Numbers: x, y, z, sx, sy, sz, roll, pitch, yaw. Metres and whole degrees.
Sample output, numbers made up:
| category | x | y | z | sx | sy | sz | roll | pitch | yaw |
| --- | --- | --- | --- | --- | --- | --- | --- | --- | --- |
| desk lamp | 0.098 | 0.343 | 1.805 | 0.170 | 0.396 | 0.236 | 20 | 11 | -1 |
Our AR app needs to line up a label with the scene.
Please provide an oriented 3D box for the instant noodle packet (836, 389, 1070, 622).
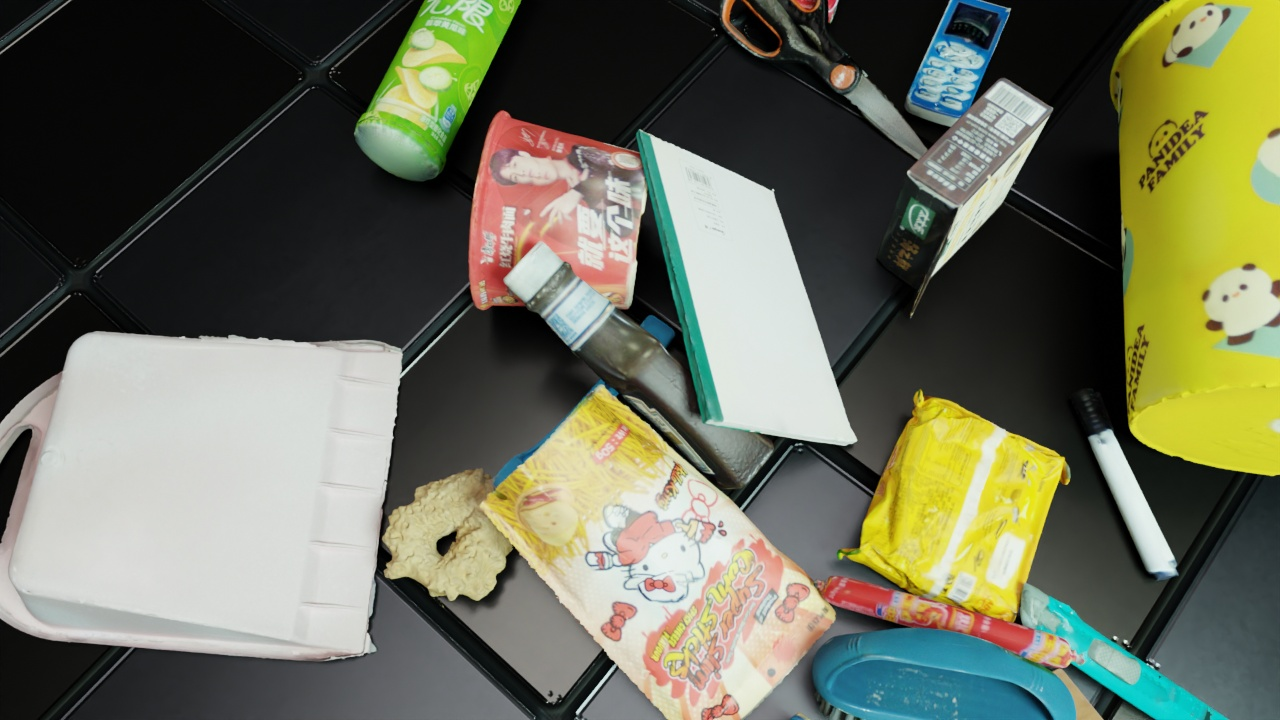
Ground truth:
| category | x | y | z | sx | sy | sz | roll | pitch | yaw |
| --- | --- | --- | --- | --- | --- | --- | --- | --- | --- |
| instant noodle packet | 0.200 | 0.097 | 0.584 | 0.111 | 0.044 | 0.128 | 26 | 73 | 11 |

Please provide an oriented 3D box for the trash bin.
| category | x | y | z | sx | sy | sz | roll | pitch | yaw |
| --- | --- | --- | --- | --- | --- | --- | --- | --- | --- |
| trash bin | 0.405 | -0.074 | 0.558 | 0.230 | 0.230 | 0.255 | 11 | 74 | 7 |

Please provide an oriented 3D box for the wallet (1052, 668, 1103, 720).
| category | x | y | z | sx | sy | sz | roll | pitch | yaw |
| --- | --- | --- | --- | --- | --- | --- | --- | --- | --- |
| wallet | 0.230 | 0.246 | 0.524 | 0.115 | 0.020 | 0.101 | -27 | 56 | -12 |

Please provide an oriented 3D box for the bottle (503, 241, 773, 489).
| category | x | y | z | sx | sy | sz | roll | pitch | yaw |
| --- | --- | --- | --- | --- | --- | --- | --- | --- | --- |
| bottle | -0.003 | 0.003 | 0.581 | 0.195 | 0.080 | 0.044 | 43 | 79 | -9 |

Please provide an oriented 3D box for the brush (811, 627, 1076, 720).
| category | x | y | z | sx | sy | sz | roll | pitch | yaw |
| --- | --- | --- | --- | --- | --- | --- | --- | --- | --- |
| brush | 0.170 | 0.184 | 0.521 | 0.144 | 0.074 | 0.055 | 6 | 39 | 17 |

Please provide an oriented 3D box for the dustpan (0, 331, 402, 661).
| category | x | y | z | sx | sy | sz | roll | pitch | yaw |
| --- | --- | --- | --- | --- | --- | --- | --- | --- | --- |
| dustpan | -0.316 | 0.087 | 0.637 | 0.273 | 0.139 | 0.222 | 14 | 64 | -22 |

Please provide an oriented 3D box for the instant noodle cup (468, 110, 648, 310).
| category | x | y | z | sx | sy | sz | roll | pitch | yaw |
| --- | --- | --- | --- | --- | --- | --- | --- | --- | --- |
| instant noodle cup | -0.052 | -0.097 | 0.637 | 0.108 | 0.138 | 0.137 | 8 | 67 | 0 |

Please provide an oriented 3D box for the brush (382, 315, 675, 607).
| category | x | y | z | sx | sy | sz | roll | pitch | yaw |
| --- | --- | --- | --- | --- | --- | --- | --- | --- | --- |
| brush | -0.067 | 0.061 | 0.621 | 0.083 | 0.046 | 0.254 | 37 | 70 | 21 |

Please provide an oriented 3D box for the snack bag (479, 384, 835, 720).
| category | x | y | z | sx | sy | sz | roll | pitch | yaw |
| --- | --- | --- | --- | --- | --- | --- | --- | --- | --- |
| snack bag | 0.011 | 0.123 | 0.562 | 0.128 | 0.073 | 0.208 | -44 | 89 | -15 |

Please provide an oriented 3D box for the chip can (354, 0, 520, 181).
| category | x | y | z | sx | sy | sz | roll | pitch | yaw |
| --- | --- | --- | --- | --- | --- | --- | --- | --- | --- |
| chip can | -0.154 | -0.247 | 0.735 | 0.072 | 0.073 | 0.220 | 16 | 69 | 10 |

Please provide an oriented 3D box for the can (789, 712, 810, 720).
| category | x | y | z | sx | sy | sz | roll | pitch | yaw |
| --- | --- | --- | --- | --- | --- | --- | --- | --- | --- |
| can | 0.098 | 0.263 | 0.513 | 0.102 | 0.057 | 0.083 | 41 | 72 | 17 |

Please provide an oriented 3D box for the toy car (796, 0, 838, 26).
| category | x | y | z | sx | sy | sz | roll | pitch | yaw |
| --- | --- | --- | --- | --- | --- | --- | --- | --- | --- |
| toy car | 0.150 | -0.333 | 0.770 | 0.053 | 0.045 | 0.120 | 15 | 71 | 11 |

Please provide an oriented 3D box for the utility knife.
| category | x | y | z | sx | sy | sz | roll | pitch | yaw |
| --- | --- | --- | --- | --- | --- | --- | --- | --- | --- |
| utility knife | 0.296 | 0.190 | 0.543 | 0.171 | 0.013 | 0.029 | 34 | 80 | 2 |

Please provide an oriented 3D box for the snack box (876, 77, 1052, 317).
| category | x | y | z | sx | sy | sz | roll | pitch | yaw |
| --- | --- | --- | --- | --- | --- | --- | --- | --- | --- |
| snack box | 0.216 | -0.109 | 0.633 | 0.125 | 0.113 | 0.053 | -43 | 70 | -15 |

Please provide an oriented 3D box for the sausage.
| category | x | y | z | sx | sy | sz | roll | pitch | yaw |
| --- | --- | --- | --- | --- | --- | --- | --- | --- | --- |
| sausage | 0.180 | 0.154 | 0.545 | 0.156 | 0.020 | 0.020 | 12 | 68 | 18 |

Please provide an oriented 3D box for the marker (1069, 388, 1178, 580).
| category | x | y | z | sx | sy | sz | roll | pitch | yaw |
| --- | --- | --- | --- | --- | --- | --- | --- | --- | --- |
| marker | 0.316 | 0.078 | 0.600 | 0.022 | 0.018 | 0.130 | -10 | 66 | -11 |

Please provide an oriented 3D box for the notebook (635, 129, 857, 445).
| category | x | y | z | sx | sy | sz | roll | pitch | yaw |
| --- | --- | --- | --- | --- | --- | --- | --- | --- | --- |
| notebook | 0.070 | -0.047 | 0.613 | 0.012 | 0.150 | 0.209 | -31 | 60 | 37 |

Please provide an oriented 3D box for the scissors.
| category | x | y | z | sx | sy | sz | roll | pitch | yaw |
| --- | --- | --- | --- | --- | --- | --- | --- | --- | --- |
| scissors | 0.161 | -0.244 | 0.721 | 0.235 | 0.021 | 0.125 | 31 | 110 | 18 |

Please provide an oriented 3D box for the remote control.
| category | x | y | z | sx | sy | sz | roll | pitch | yaw |
| --- | --- | --- | --- | --- | --- | --- | --- | --- | --- |
| remote control | 0.253 | -0.241 | 0.735 | 0.049 | 0.024 | 0.124 | 23 | 71 | 12 |
